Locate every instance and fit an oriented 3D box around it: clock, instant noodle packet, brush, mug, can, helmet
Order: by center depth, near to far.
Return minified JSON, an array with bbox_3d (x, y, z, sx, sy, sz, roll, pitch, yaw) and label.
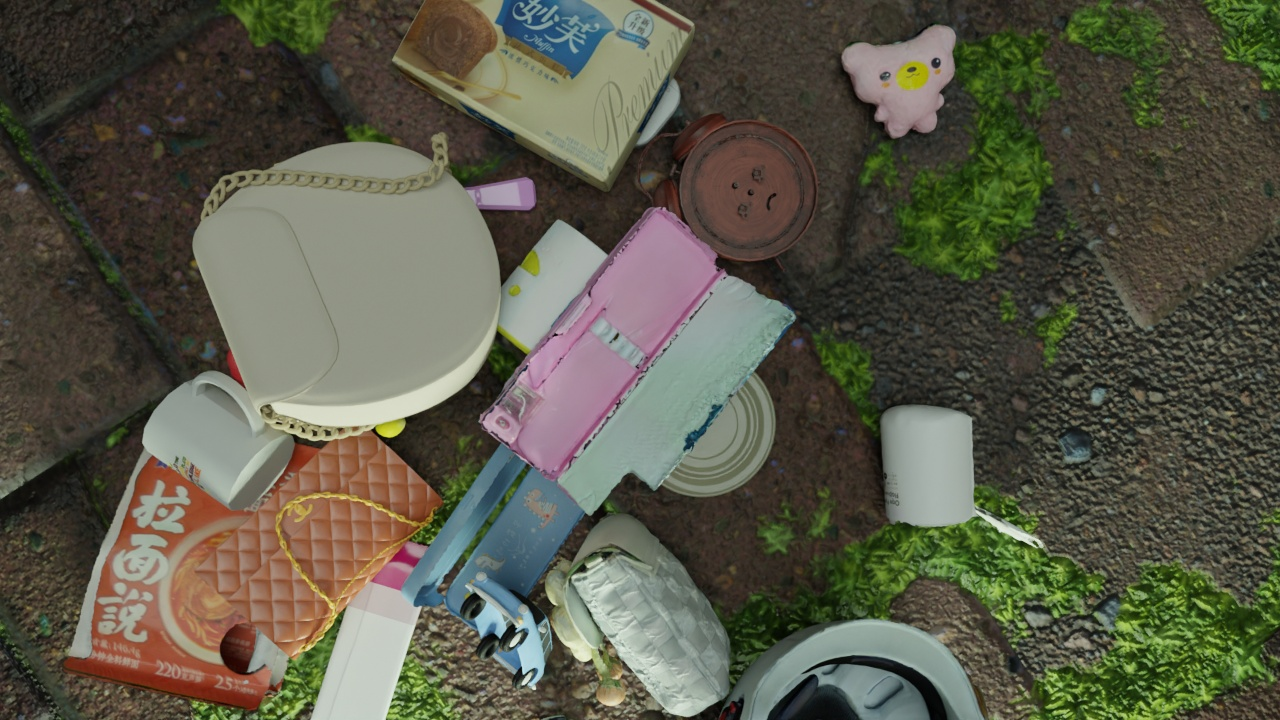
[{"bbox_3d":[-0.344,0.058,0.755,0.089,0.073,0.105,33,123,6],"label":"mug"},{"bbox_3d":[0.163,0.337,0.769,0.236,0.164,0.264,9,85,-10],"label":"helmet"},{"bbox_3d":[-0.073,-0.055,0.787,0.082,0.082,0.106,39,87,-3],"label":"mug"},{"bbox_3d":[0.074,-0.149,0.797,0.157,0.072,0.120,22,90,-4],"label":"clock"},{"bbox_3d":[-0.370,0.169,0.797,0.164,0.084,0.220,14,79,-3],"label":"instant noodle packet"},{"bbox_3d":[-0.206,-0.139,0.797,0.228,0.043,0.089,-5,92,-3],"label":"brush"},{"bbox_3d":[0.050,0.052,0.800,0.128,0.073,0.128,0,91,-3],"label":"can"}]

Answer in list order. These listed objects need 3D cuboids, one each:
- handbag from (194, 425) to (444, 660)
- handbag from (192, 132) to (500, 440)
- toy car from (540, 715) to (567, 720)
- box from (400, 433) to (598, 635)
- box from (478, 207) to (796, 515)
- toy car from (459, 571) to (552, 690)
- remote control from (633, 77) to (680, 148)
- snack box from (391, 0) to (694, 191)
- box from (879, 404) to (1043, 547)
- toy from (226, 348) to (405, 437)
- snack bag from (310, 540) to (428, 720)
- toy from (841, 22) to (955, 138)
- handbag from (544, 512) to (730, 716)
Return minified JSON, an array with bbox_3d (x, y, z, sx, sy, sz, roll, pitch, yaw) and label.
[{"bbox_3d":[-0.262,0.147,0.766,0.109,0.060,0.171,45,67,-6],"label":"handbag"},{"bbox_3d":[-0.214,-0.061,0.701,0.208,0.103,0.210,-23,77,-16],"label":"handbag"},{"bbox_3d":[-0.071,0.368,0.821,0.048,0.033,0.105,-21,97,-5],"label":"toy car"},{"bbox_3d":[-0.115,0.137,0.809,0.120,0.049,0.209,36,89,-38],"label":"box"},{"bbox_3d":[-0.003,0.007,0.738,0.159,0.066,0.230,39,86,10],"label":"box"},{"bbox_3d":[-0.107,0.224,0.766,0.056,0.154,0.054,31,58,23],"label":"toy car"},{"bbox_3d":[-0.037,-0.256,0.815,0.151,0.019,0.074,39,92,-1],"label":"remote control"},{"bbox_3d":[-0.081,-0.262,0.776,0.207,0.055,0.153,30,92,-1],"label":"snack box"},{"bbox_3d":[0.286,0.105,0.813,0.143,0.083,0.136,-2,93,-9],"label":"box"},{"bbox_3d":[-0.256,0.007,0.776,0.131,0.124,0.097,7,113,15],"label":"toy"},{"bbox_3d":[-0.238,0.253,0.817,0.070,0.016,0.196,17,90,-1],"label":"snack bag"},{"bbox_3d":[0.232,-0.246,0.815,0.102,0.050,0.093,-11,97,0],"label":"toy"},{"bbox_3d":[-0.004,0.229,0.785,0.123,0.112,0.171,-37,93,7],"label":"handbag"}]
